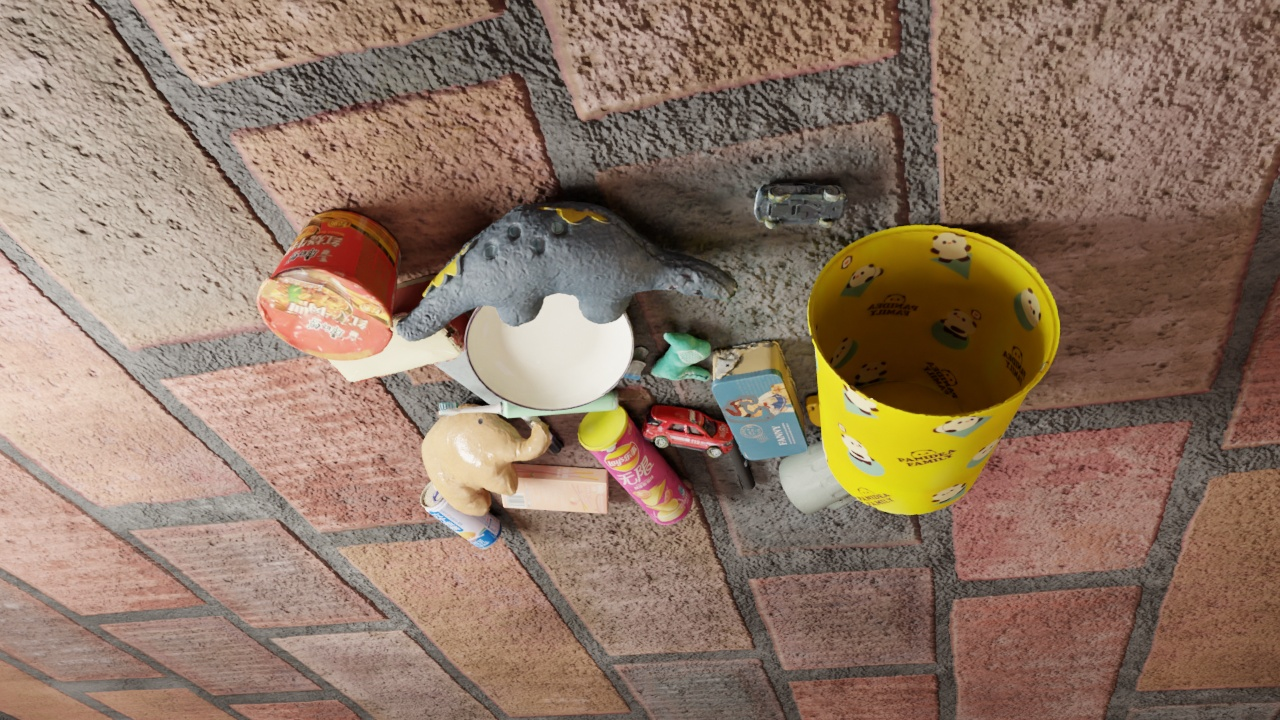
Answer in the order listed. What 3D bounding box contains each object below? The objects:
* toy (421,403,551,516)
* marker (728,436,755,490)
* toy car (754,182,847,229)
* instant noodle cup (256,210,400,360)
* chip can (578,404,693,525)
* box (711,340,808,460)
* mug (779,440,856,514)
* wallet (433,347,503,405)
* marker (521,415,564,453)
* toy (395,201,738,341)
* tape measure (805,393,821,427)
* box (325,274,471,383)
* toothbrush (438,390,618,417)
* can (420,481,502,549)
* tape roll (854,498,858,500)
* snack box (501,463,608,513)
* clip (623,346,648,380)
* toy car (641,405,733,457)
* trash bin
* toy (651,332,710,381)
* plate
[{"bbox_3d":[-0.208,0.118,1.200,0.143,0.082,0.227,49,134,-4],"label":"toy"},{"bbox_3d":[0.135,0.138,1.262,0.022,0.020,0.132,-15,138,9],"label":"marker"},{"bbox_3d":[0.157,-0.155,0.901,0.090,0.034,0.043,0,137,2],"label":"toy car"},{"bbox_3d":[-0.318,-0.082,0.972,0.138,0.108,0.138,3,140,2],"label":"instant noodle cup"},{"bbox_3d":[-0.002,0.144,1.242,0.071,0.071,0.210,-16,137,22],"label":"chip can"},{"bbox_3d":[0.150,0.056,1.133,0.090,0.059,0.184,-12,136,19],"label":"box"},{"bbox_3d":[0.264,0.153,1.223,0.124,0.083,0.104,28,133,-32],"label":"mug"},{"bbox_3d":[-0.180,0.011,1.125,0.107,0.036,0.129,-22,136,28],"label":"wallet"},{"bbox_3d":[-0.132,0.090,1.216,0.022,0.018,0.131,-31,146,-2],"label":"marker"},{"bbox_3d":[-0.080,-0.094,0.935,0.356,0.091,0.138,-5,112,0],"label":"toy"},{"bbox_3d":[0.241,0.064,1.158,0.060,0.028,0.057,-9,139,16],"label":"tape measure"},{"bbox_3d":[-0.287,-0.027,1.060,0.169,0.076,0.091,-13,136,20],"label":"box"},{"bbox_3d":[-0.138,0.057,1.146,0.224,0.027,0.027,-4,149,-12],"label":"toothbrush"},{"bbox_3d":[-0.269,0.231,1.384,0.053,0.053,0.134,-19,135,25],"label":"can"},{"bbox_3d":[0.303,0.169,1.288,0.086,0.013,0.086,2,140,2],"label":"tape roll"},{"bbox_3d":[-0.125,0.187,1.338,0.157,0.026,0.085,3,140,1],"label":"snack box"},{"bbox_3d":[-0.006,0.005,1.121,0.024,0.029,0.057,14,149,-8],"label":"clip"},{"bbox_3d":[0.063,0.089,1.184,0.120,0.052,0.045,12,121,-3],"label":"toy car"},{"bbox_3d":[0.290,0.027,0.972,0.230,0.229,0.256,-2,145,7],"label":"trash bin"},{"bbox_3d":[0.052,-0.001,1.100,0.096,0.030,0.092,15,144,-24],"label":"toy"},{"bbox_3d":[-0.103,-0.025,1.054,0.192,0.039,0.193,-2,128,-3],"label":"plate"}]
